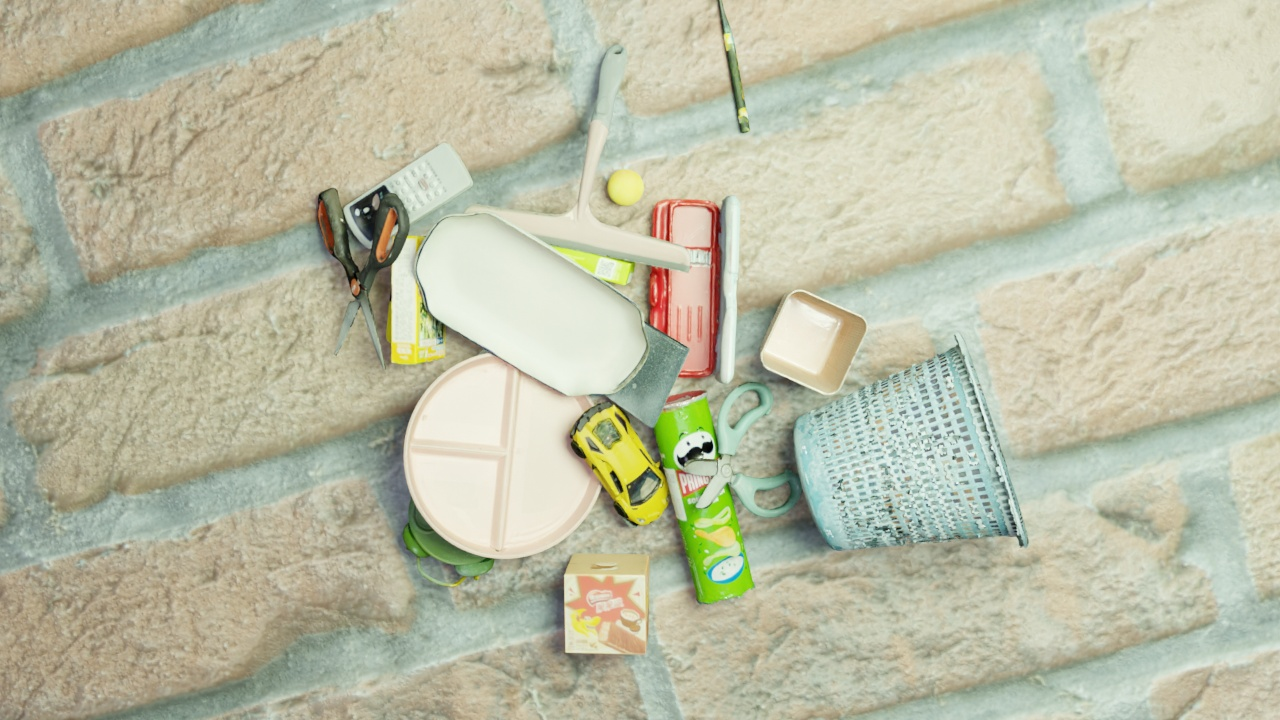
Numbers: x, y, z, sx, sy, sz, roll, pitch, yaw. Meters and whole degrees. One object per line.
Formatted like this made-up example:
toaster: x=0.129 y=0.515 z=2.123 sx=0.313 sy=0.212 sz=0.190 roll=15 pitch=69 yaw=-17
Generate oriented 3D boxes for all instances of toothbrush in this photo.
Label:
toothbrush: x=0.103 y=-0.345 z=1.014 sx=0.017 sy=0.012 sz=0.186 roll=-11 pitch=95 yaw=-6

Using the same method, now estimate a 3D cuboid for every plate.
plate: x=-0.113 y=-0.062 z=0.985 sx=0.265 sy=0.034 sz=0.162 roll=31 pitch=127 yaw=-10
plate: x=-0.150 y=0.105 z=1.028 sx=0.229 sy=0.028 sz=0.229 roll=3 pitch=82 yaw=-20

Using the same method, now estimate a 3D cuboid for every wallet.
wallet: x=-0.006 y=0.006 z=1.021 sx=0.121 sy=0.019 sz=0.097 roll=33 pitch=102 yaw=41

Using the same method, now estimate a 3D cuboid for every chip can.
chip can: x=0.069 y=0.155 z=1.041 sx=0.072 sy=0.072 sz=0.236 roll=-14 pitch=96 yaw=5

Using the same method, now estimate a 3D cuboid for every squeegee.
squeegee: x=-0.046 y=-0.238 z=0.982 sx=0.248 sy=0.040 sz=0.249 roll=11 pitch=75 yaw=2

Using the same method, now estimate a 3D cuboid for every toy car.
toy car: x=-0.019 y=0.118 z=1.042 sx=0.071 sy=0.041 sz=0.156 roll=-37 pitch=101 yaw=-24

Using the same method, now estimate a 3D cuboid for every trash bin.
trash bin: x=0.274 y=0.105 z=0.966 sx=0.195 sy=0.226 sz=0.226 roll=-17 pitch=95 yaw=18

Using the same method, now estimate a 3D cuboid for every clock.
clock: x=-0.212 y=0.190 z=1.071 sx=0.116 sy=0.056 sz=0.161 roll=24 pitch=97 yaw=2

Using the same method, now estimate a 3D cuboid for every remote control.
remote control: x=-0.267 y=-0.187 z=1.051 sx=0.150 sy=0.021 sz=0.058 roll=-32 pitch=93 yaw=6

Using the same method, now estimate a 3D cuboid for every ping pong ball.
ping pong ball: x=-0.017 y=-0.193 z=1.024 sx=0.040 sy=0.040 sz=0.040 roll=0 pitch=96 yaw=4

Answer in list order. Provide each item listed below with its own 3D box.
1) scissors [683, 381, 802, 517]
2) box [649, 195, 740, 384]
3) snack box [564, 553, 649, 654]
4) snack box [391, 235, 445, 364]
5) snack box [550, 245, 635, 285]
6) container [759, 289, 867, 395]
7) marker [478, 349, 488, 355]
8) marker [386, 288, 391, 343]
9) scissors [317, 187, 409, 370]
scissors: x=0.118 y=0.096 z=1.025 sx=0.170 sy=0.019 sz=0.180 roll=11 pitch=78 yaw=-32
box: x=0.060 y=-0.077 z=1.002 sx=0.102 sy=0.100 sz=0.201 roll=1 pitch=96 yaw=3
snack box: x=-0.038 y=0.279 z=1.058 sx=0.093 sy=0.077 sz=0.094 roll=0 pitch=96 yaw=4
snack box: x=-0.247 y=-0.069 z=1.029 sx=0.034 sy=0.086 sz=0.140 roll=1 pitch=96 yaw=9
snack box: x=-0.085 y=-0.116 z=1.015 sx=0.156 sy=0.085 sz=0.026 roll=15 pitch=98 yaw=3
container: x=0.181 y=-0.024 z=0.994 sx=0.090 sy=0.111 sz=0.090 roll=24 pitch=97 yaw=1
marker: x=-0.161 y=-0.026 z=1.064 sx=0.017 sy=0.017 sz=0.145 roll=42 pitch=98 yaw=-1
marker: x=-0.281 y=-0.081 z=1.068 sx=0.018 sy=0.015 sz=0.124 roll=7 pitch=94 yaw=2
scissors: x=-0.314 y=-0.102 z=1.014 sx=0.221 sy=0.021 sz=0.234 roll=56 pitch=129 yaw=24
